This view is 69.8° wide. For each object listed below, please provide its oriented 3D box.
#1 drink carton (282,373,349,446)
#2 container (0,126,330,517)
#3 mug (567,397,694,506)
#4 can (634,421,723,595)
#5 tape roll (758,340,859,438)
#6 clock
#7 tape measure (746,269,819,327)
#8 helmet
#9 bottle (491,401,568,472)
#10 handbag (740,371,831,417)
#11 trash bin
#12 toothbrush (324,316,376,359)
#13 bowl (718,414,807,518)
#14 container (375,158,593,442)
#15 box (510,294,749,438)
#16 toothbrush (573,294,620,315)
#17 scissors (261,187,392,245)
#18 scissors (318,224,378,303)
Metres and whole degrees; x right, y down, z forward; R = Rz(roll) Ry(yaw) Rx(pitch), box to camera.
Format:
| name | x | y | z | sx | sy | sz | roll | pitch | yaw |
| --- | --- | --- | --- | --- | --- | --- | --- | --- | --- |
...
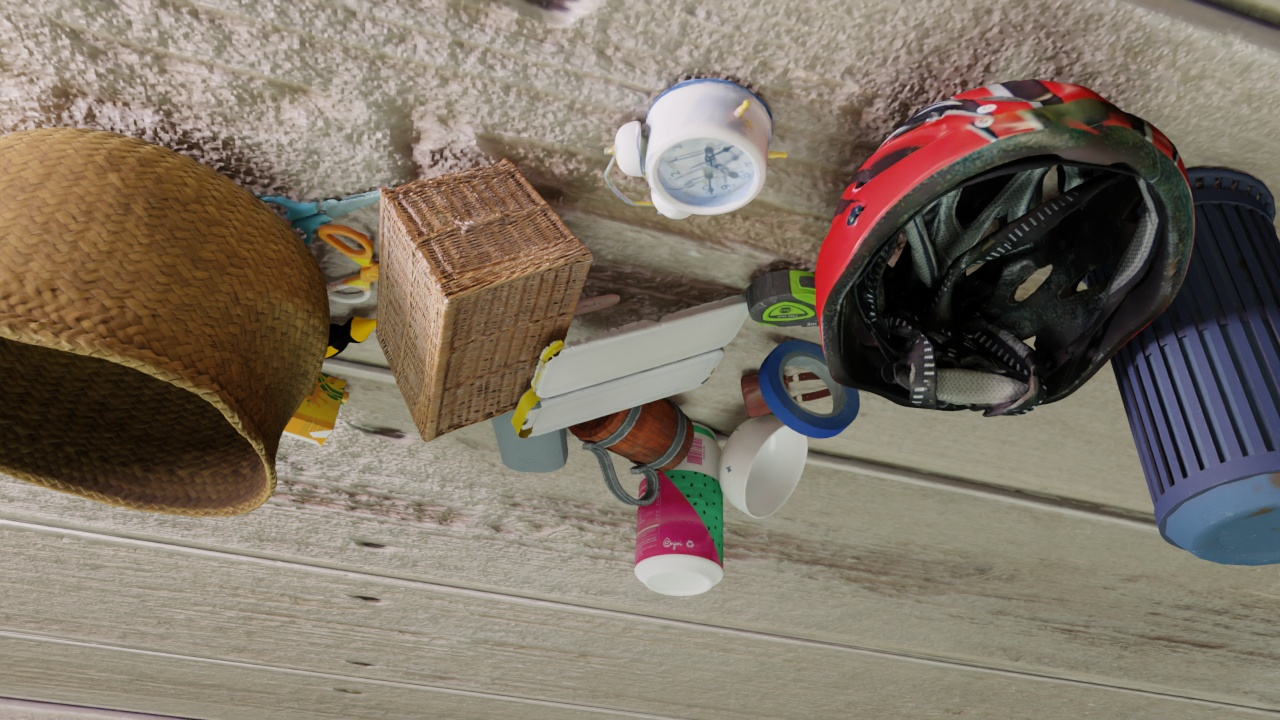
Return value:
| name | x | y | z | sx | sy | sz | roll | pitch | yaw |
| --- | --- | --- | --- | --- | --- | --- | --- | --- | --- |
| drink carton | -0.357 | 0.036 | 0.910 | 0.122 | 0.058 | 0.041 | 21 | 141 | -24 |
| container | -0.402 | -0.026 | 0.700 | 0.307 | 0.196 | 0.308 | 4 | 147 | 2 |
| mug | -0.011 | 0.076 | 0.892 | 0.082 | 0.117 | 0.111 | -5 | 152 | 43 |
| can | 0.041 | 0.152 | 0.948 | 0.088 | 0.165 | 0.088 | 2 | 145 | 1 |
| tape roll | 0.151 | 0.025 | 0.822 | 0.093 | 0.091 | 0.016 | 10 | 145 | -18 |
| clock | 0.033 | -0.140 | 0.634 | 0.126 | 0.051 | 0.089 | -17 | 141 | 32 |
| tape measure | 0.121 | -0.054 | 0.762 | 0.065 | 0.035 | 0.059 | -2 | 154 | 2 |
| helmet | 0.228 | -0.073 | 0.608 | 0.217 | 0.166 | 0.273 | 7 | 145 | -4 |
| bottle | -0.114 | 0.057 | 0.931 | 0.072 | 0.046 | 0.161 | 2 | 145 | 2 |
| handbag | 0.159 | 0.027 | 0.885 | 0.120 | 0.029 | 0.055 | -10 | 145 | 10 |
| trash bin | 0.398 | 0.005 | 0.633 | 0.139 | 0.249 | 0.139 | 2 | 145 | 1 |
| toothbrush | -0.258 | -0.027 | 0.832 | 0.197 | 0.031 | 0.031 | -17 | 144 | 30 |
| bowl | 0.120 | 0.103 | 0.939 | 0.054 | 0.104 | 0.105 | 25 | 163 | 41 |
| container | -0.129 | -0.044 | 0.697 | 0.113 | 0.112 | 0.199 | -21 | 155 | -30 |
| box | -0.004 | 0.004 | 0.775 | 0.209 | 0.023 | 0.127 | -15 | 154 | -32 |
| toothbrush | -0.104 | -0.032 | 0.811 | 0.181 | 0.018 | 0.016 | -14 | 146 | 10 |
| scissors | -0.248 | -0.117 | 0.722 | 0.137 | 0.015 | 0.056 | -7 | 142 | 23 |
| scissors | -0.229 | -0.075 | 0.776 | 0.129 | 0.011 | 0.125 | -14 | 147 | 29 |
